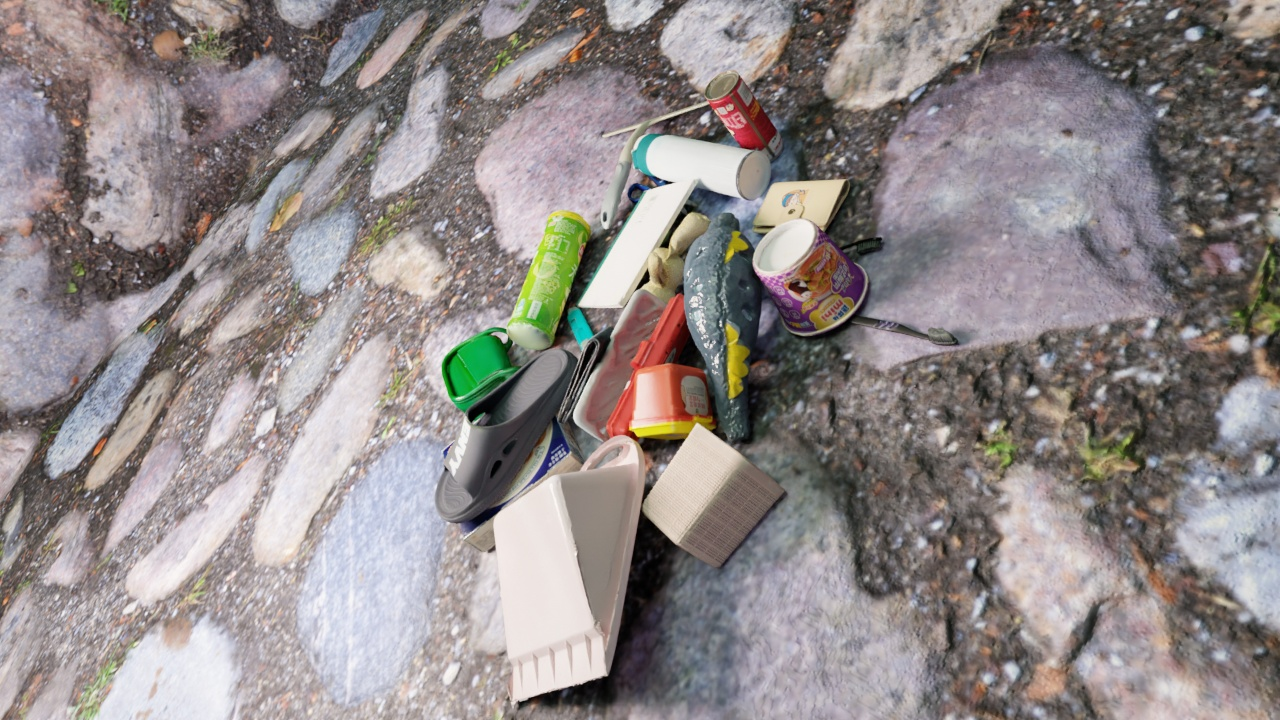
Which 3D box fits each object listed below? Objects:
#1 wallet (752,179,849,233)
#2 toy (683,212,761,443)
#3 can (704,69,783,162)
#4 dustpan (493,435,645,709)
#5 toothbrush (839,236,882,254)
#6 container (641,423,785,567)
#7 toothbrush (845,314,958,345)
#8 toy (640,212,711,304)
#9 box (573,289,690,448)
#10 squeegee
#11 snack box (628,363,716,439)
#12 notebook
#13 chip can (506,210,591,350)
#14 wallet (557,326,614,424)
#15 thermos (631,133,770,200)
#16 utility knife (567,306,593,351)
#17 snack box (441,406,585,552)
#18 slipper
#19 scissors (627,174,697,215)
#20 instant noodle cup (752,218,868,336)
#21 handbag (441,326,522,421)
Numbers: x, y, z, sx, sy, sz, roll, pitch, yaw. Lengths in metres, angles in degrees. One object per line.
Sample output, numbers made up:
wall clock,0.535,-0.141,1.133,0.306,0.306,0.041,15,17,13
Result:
wallet,0.201,-0.195,1.173,0.115,0.024,0.087,9,66,44
toy,0.099,-0.079,1.089,0.091,0.138,0.355,-7,50,11
can,0.143,-0.328,1.249,0.053,0.132,0.053,-23,45,26
dustpan,-0.058,0.219,1.005,0.223,0.138,0.273,-34,63,50
toothbrush,0.204,-0.118,1.114,0.190,0.014,0.016,-15,74,34
container,0.072,0.143,0.956,0.111,0.090,0.090,-53,40,-2
toothbrush,0.260,-0.040,0.997,0.189,0.017,0.014,19,65,50
toy,0.044,-0.126,1.216,0.066,0.105,0.157,31,92,6
box,-0.010,0.006,1.138,0.092,0.094,0.201,21,69,15
squeegee,-0.019,-0.309,1.436,0.247,0.039,0.246,-4,53,43
snack box,0.038,0.047,1.047,0.082,0.091,0.080,-9,78,35
notebook,-0.009,-0.164,1.302,0.209,0.012,0.150,-60,25,-11
chip can,-0.136,-0.119,1.371,0.073,0.072,0.220,-9,52,37
wallet,-0.068,0.018,1.167,0.097,0.019,0.121,-42,-23,-75
thermos,0.080,-0.280,1.302,0.224,0.073,0.073,24,75,43
utility knife,-0.080,-0.031,1.293,0.029,0.013,0.161,-38,40,8
snack box,-0.172,0.131,1.215,0.178,0.046,0.182,-40,40,8
slipper,-0.187,0.079,1.172,0.267,0.083,0.111,-53,39,-11
scissors,0.028,-0.243,1.373,0.129,0.012,0.173,-28,41,22
instant noodle cup,0.186,-0.099,1.040,0.112,0.099,0.111,-27,40,25
handbag,-0.225,0.021,1.345,0.120,0.068,0.131,-34,39,4
